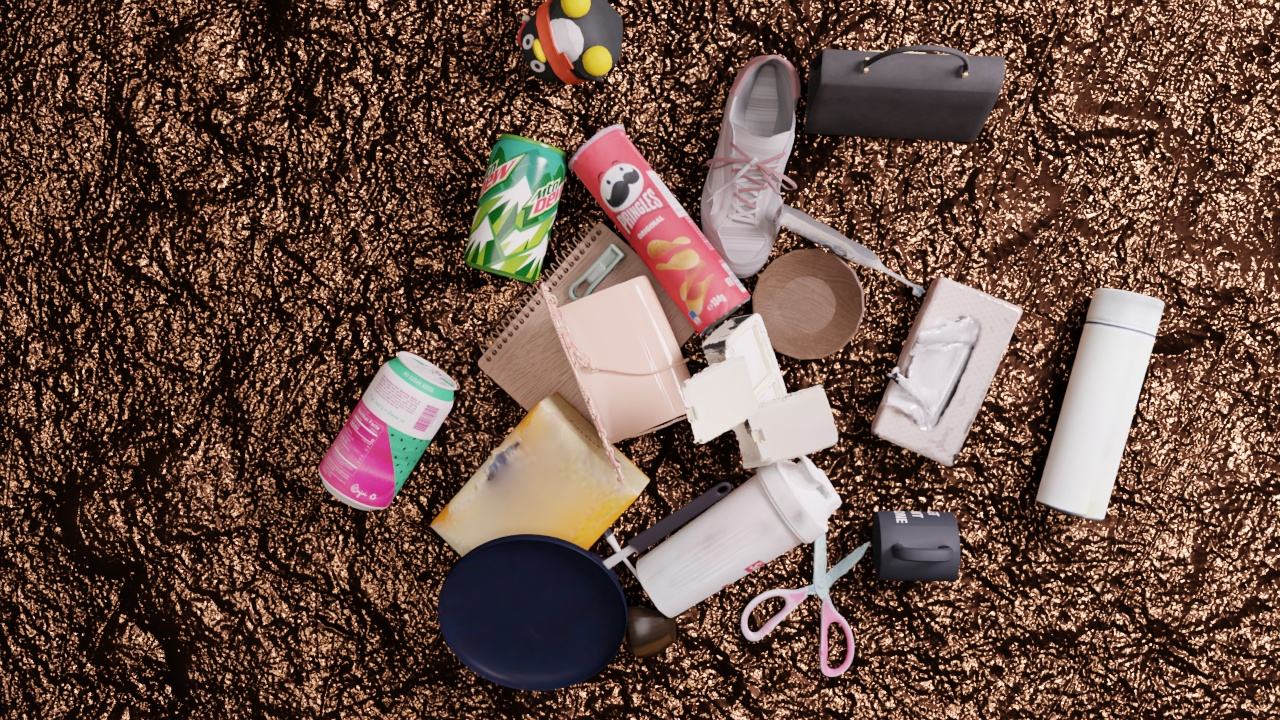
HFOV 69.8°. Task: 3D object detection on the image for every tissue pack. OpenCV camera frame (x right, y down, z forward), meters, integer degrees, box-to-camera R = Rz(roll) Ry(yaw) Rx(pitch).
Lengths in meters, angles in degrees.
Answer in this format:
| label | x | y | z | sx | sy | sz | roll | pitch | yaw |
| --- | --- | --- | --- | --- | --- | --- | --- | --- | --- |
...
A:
| label | x | y | z | sx | sy | sz | roll | pitch | yaw |
| --- | --- | --- | --- | --- | --- | --- | --- | --- | --- |
| tissue pack | 0.311 | 0.011 | 0.951 | 0.104 | 0.071 | 0.181 | 23 | 98 | 5 |

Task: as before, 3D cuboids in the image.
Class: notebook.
| label | x | y | z | sx | sy | sz | roll | pitch | yaw |
| --- | --- | --- | --- | --- | --- | --- | --- | --- | --- |
| notebook | -0.059 | -0.026 | 1.016 | 0.169 | 0.022 | 0.210 | 42 | 96 | 3 |

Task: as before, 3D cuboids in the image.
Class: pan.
| label | x | y | z | sx | sy | sz | roll | pitch | yaw |
| --- | --- | --- | --- | --- | --- | --- | --- | --- | --- |
| pan | -0.051 | 0.221 | 0.944 | 0.357 | 0.021 | 0.199 | -36 | 109 | 16 |

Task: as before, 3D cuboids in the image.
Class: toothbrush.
| label | x | y | z | sx | sy | sz | roll | pitch | yaw |
| --- | --- | --- | --- | --- | --- | --- | --- | --- | --- |
| toothbrush | 0.221 | -0.113 | 0.956 | 0.185 | 0.022 | 0.024 | 26 | 70 | -14 |
| toothbrush | -0.045 | 0.178 | 1.026 | 0.017 | 0.012 | 0.187 | -38 | 87 | -6 |

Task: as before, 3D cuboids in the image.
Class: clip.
| label | x | y | z | sx | sy | sz | roll | pitch | yaw |
| --- | --- | --- | --- | --- | --- | --- | --- | --- | --- |
| clip | -0.047 | -0.093 | 0.984 | 0.023 | 0.047 | 0.076 | 45 | 100 | 3 |

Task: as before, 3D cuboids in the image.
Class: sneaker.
| label | x | y | z | sx | sy | sz | roll | pitch | yaw |
| --- | --- | --- | --- | --- | --- | --- | --- | --- | --- |
| sneaker | 0.115 | -0.205 | 0.952 | 0.099 | 0.089 | 0.236 | 8 | 93 | 7 |

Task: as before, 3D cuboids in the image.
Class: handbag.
| label | x | y | z | sx | sy | sz | roll | pitch | yaw |
| --- | --- | --- | --- | --- | --- | --- | --- | --- | --- |
| handbag | 0.254 | -0.269 | 0.879 | 0.176 | 0.195 | 0.072 | 5 | 92 | 7 |
| handbag | -0.007 | 0.005 | 0.904 | 0.116 | 0.187 | 0.198 | -22 | 85 | -4 |

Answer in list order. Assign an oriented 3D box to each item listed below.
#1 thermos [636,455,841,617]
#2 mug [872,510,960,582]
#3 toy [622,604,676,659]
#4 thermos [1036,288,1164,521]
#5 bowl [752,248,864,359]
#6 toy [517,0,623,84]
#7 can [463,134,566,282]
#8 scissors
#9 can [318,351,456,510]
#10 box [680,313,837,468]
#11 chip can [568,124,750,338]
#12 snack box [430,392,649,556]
| label | x | y | z | sx | sy | sz | roll | pitch | yaw |
| --- | --- | --- | --- | --- | --- | --- | --- | --- | --- |
| thermos | 0.104 | 0.184 | 0.974 | 0.221 | 0.099 | 0.099 | -36 | 88 | 12 |
| mug | 0.283 | 0.192 | 0.938 | 0.077 | 0.105 | 0.071 | 0 | 87 | 7 |
| toy | -0.011 | 0.298 | 1.006 | 0.100 | 0.062 | 0.076 | -14 | 128 | 15 |
| thermos | 0.465 | 0.044 | 0.930 | 0.068 | 0.068 | 0.230 | 15 | 93 | 6 |
| bowl | 0.178 | -0.060 | 0.979 | 0.118 | 0.030 | 0.118 | 0 | 92 | 7 |
| toy | -0.079 | -0.338 | 0.971 | 0.119 | 0.099 | 0.097 | -11 | 111 | 30 |
| can | -0.133 | -0.162 | 0.988 | 0.083 | 0.083 | 0.144 | 16 | 94 | 6 |
| scissors | 0.177 | 0.258 | 1.001 | 0.159 | 0.014 | 0.172 | 0 | 92 | 7 |
| can | -0.278 | 0.079 | 1.012 | 0.088 | 0.088 | 0.166 | 34 | 96 | 5 |
| box | 0.122 | 0.041 | 0.889 | 0.101 | 0.193 | 0.143 | -13 | 106 | 33 |
| chip can | 0.021 | -0.136 | 0.968 | 0.073 | 0.073 | 0.233 | -38 | 84 | 7 |
| snack box | -0.111 | 0.155 | 0.987 | 0.145 | 0.080 | 0.195 | 43 | 104 | 3 |
